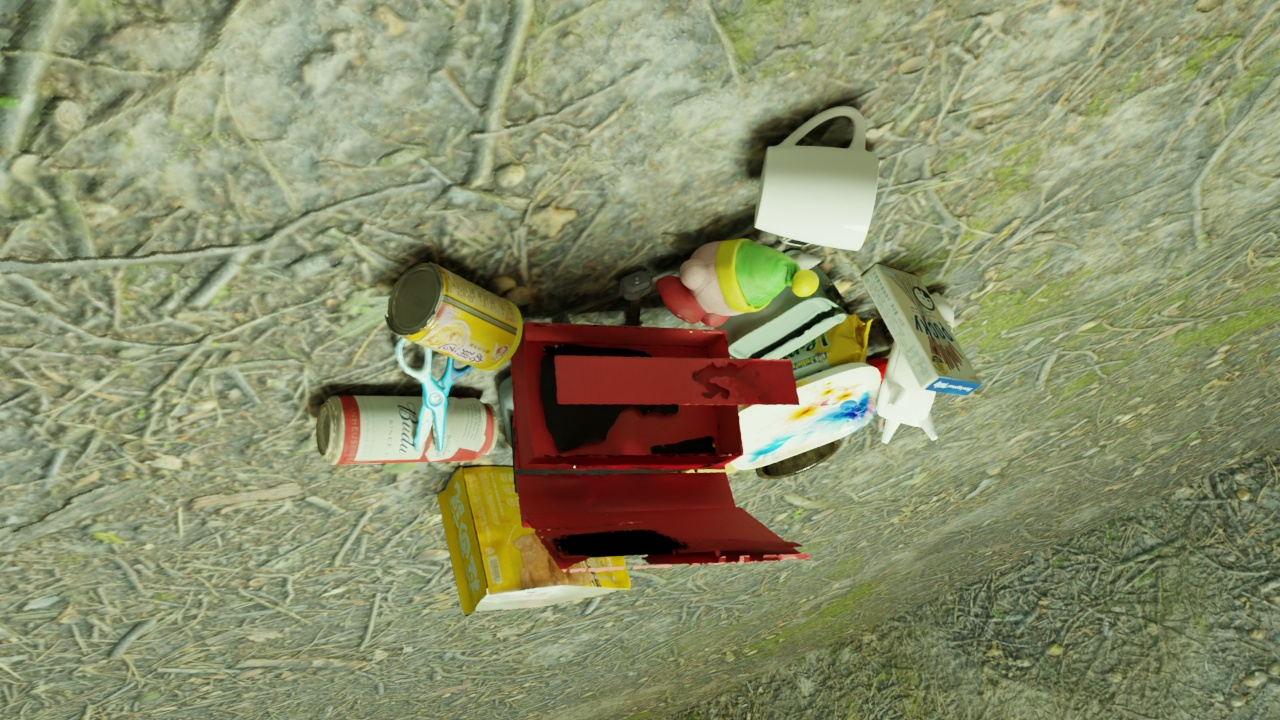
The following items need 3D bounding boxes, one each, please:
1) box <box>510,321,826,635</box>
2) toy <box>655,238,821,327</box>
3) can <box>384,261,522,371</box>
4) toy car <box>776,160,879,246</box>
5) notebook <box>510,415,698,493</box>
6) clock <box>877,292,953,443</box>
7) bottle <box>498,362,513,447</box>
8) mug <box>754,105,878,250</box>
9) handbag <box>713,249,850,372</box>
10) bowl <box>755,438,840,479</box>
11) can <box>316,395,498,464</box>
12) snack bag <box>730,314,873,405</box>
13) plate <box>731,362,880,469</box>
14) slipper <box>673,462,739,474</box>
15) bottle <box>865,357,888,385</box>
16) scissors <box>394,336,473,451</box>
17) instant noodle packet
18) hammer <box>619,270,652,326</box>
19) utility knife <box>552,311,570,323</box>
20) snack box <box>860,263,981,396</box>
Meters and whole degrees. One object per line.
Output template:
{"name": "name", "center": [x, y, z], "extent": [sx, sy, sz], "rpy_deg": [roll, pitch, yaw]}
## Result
{"name": "box", "center": [0.004, 0.103, 0.805], "extent": [0.210, 0.315, 0.124], "rpy_deg": [2, 136, -20]}
{"name": "toy", "center": [0.101, -0.070, 0.848], "extent": [0.132, 0.096, 0.124], "rpy_deg": [-35, 151, 29]}
{"name": "can", "center": [-0.157, -0.036, 0.783], "extent": [0.068, 0.067, 0.105], "rpy_deg": [-32, 148, 21]}
{"name": "toy car", "center": [0.169, -0.142, 0.827], "extent": [0.048, 0.040, 0.113], "rpy_deg": [3, 143, -36]}
{"name": "notebook", "center": [-0.025, 0.094, 1.013], "extent": [0.231, 0.019, 0.169], "rpy_deg": [-6, 148, -10]}
{"name": "clock", "center": [0.329, 0.012, 1.072], "extent": [0.073, 0.160, 0.125], "rpy_deg": [16, 157, 18]}
{"name": "bottle", "center": [-0.111, 0.041, 0.961], "extent": [0.072, 0.046, 0.161], "rpy_deg": [-14, 150, -10]}
{"name": "mug", "center": [0.146, -0.153, 0.757], "extent": [0.087, 0.114, 0.081], "rpy_deg": [9, -171, 3]}
{"name": "handbag", "center": [0.143, -0.045, 0.948], "extent": [0.122, 0.067, 0.106], "rpy_deg": [-32, 150, 21]}
{"name": "bowl", "center": [0.206, 0.109, 1.254], "extent": [0.121, 0.056, 0.121], "rpy_deg": [-15, 150, -9]}
{"name": "can", "center": [-0.231, 0.069, 0.916], "extent": [0.170, 0.067, 0.067], "rpy_deg": [3, 144, -34]}
{"name": "snack bag", "center": [0.153, 0.030, 1.079], "extent": [0.247, 0.068, 0.160], "rpy_deg": [-19, 150, -1]}
{"name": "plate", "center": [0.186, 0.064, 1.068], "extent": [0.187, 0.016, 0.187], "rpy_deg": [-20, 151, 0]}
{"name": "slipper", "center": [0.023, 0.151, 1.166], "extent": [0.263, 0.099, 0.078], "rpy_deg": [-19, 130, -11]}
{"name": "bottle", "center": [0.290, 0.021, 1.176], "extent": [0.119, 0.036, 0.036], "rpy_deg": [-27, 150, 12]}
{"name": "scissors", "center": [-0.184, 0.030, 0.872], "extent": [0.090, 0.014, 0.141], "rpy_deg": [-11, 117, -25]}
{"name": "instant noodle packet", "center": [-0.122, 0.216, 1.130], "extent": [0.221, 0.162, 0.084], "rpy_deg": [5, 142, -36]}
{"name": "hammer", "center": [-0.006, 0.006, 0.982], "extent": [0.146, 0.028, 0.317], "rpy_deg": [-24, 152, -17]}
{"name": "utility knife", "center": [-0.068, 0.003, 0.955], "extent": [0.031, 0.015, 0.209], "rpy_deg": [-20, 154, -6]}
{"name": "snack box", "center": [0.297, -0.033, 0.975], "extent": [0.081, 0.150, 0.026], "rpy_deg": [8, 140, -40]}
